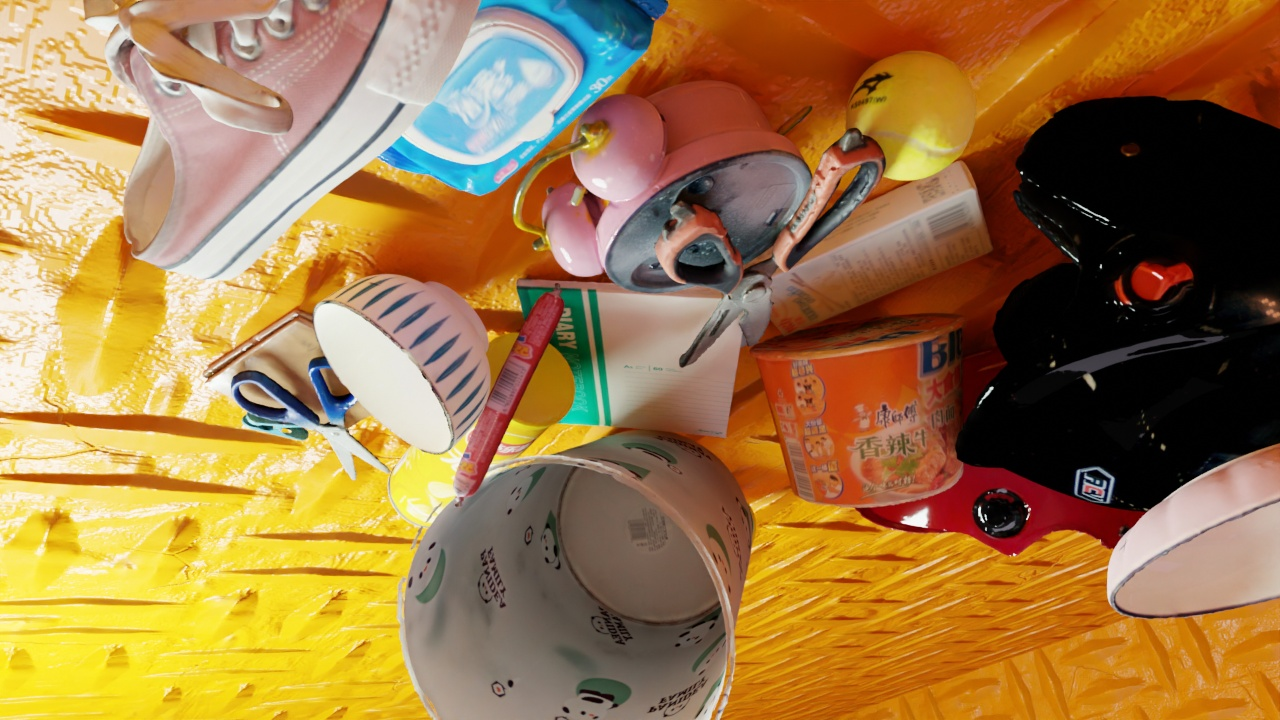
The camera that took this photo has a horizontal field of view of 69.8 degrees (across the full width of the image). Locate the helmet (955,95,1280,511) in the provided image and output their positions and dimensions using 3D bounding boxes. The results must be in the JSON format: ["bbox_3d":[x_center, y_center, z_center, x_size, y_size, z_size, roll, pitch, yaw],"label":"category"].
[{"bbox_3d":[0.325,-0.019,0.570,0.274,0.230,0.233,-51,150,-9],"label":"helmet"}]

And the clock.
[{"bbox_3d":[0.010,-0.089,0.478,0.158,0.059,0.117,-12,156,-28],"label":"clock"}]

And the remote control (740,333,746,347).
[{"bbox_3d":[0.042,-0.043,0.632,0.056,0.020,0.136,-19,148,12],"label":"remote control"}]

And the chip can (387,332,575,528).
[{"bbox_3d":[-0.127,0.060,0.690,0.072,0.072,0.214,7,149,-31],"label":"chip can"}]

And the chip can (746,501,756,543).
[{"bbox_3d":[0.024,0.159,0.932,0.210,0.071,0.071,18,139,-41],"label":"chip can"}]

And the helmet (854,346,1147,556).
[{"bbox_3d":[0.300,0.060,0.768,0.240,0.144,0.206,-1,-164,10],"label":"helmet"}]

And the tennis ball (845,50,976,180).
[{"bbox_3d":[0.140,-0.127,0.476,0.065,0.065,0.066,-9,151,-5],"label":"tennis ball"}]

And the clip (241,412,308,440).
[{"bbox_3d":[-0.268,0.046,0.685,0.055,0.013,0.037,16,140,-42],"label":"clip"}]

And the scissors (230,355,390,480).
[{"bbox_3d":[-0.216,0.044,0.659,0.144,0.012,0.170,-29,143,28],"label":"scissors"}]

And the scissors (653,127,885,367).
[{"bbox_3d":[0.062,-0.052,0.512,0.189,0.015,0.223,-34,157,24],"label":"scissors"}]

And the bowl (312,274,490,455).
[{"bbox_3d":[-0.136,-0.006,0.564,0.066,0.116,0.117,-45,168,-33],"label":"bowl"}]

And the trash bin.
[{"bbox_3d":[-0.020,0.162,0.704,0.230,0.229,0.251,-21,180,17],"label":"trash bin"}]

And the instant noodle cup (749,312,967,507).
[{"bbox_3d":[0.160,0.034,0.652,0.151,0.111,0.151,-10,-173,1],"label":"instant noodle cup"}]

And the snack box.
[{"bbox_3d":[0.152,-0.071,0.619,0.157,0.026,0.084,-23,150,19],"label":"snack box"}]

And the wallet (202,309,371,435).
[{"bbox_3d":[-0.224,0.012,0.637,0.101,0.020,0.115,-28,144,25],"label":"wallet"}]

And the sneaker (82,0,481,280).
[{"bbox_3d":[-0.150,-0.116,0.349,0.242,0.118,0.087,-35,153,30],"label":"sneaker"}]

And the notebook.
[{"bbox_3d":[-0.004,0.004,0.674,0.150,0.012,0.209,3,151,3],"label":"notebook"}]

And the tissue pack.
[{"bbox_3d":[-0.072,-0.130,0.406,0.157,0.052,0.095,-32,145,32],"label":"tissue pack"}]

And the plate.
[{"bbox_3d":[0.345,0.086,0.497,0.192,0.039,0.193,-7,145,-5],"label":"plate"}]

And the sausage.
[{"bbox_3d":[-0.085,0.022,0.579,0.020,0.020,0.156,25,91,-47],"label":"sausage"}]
